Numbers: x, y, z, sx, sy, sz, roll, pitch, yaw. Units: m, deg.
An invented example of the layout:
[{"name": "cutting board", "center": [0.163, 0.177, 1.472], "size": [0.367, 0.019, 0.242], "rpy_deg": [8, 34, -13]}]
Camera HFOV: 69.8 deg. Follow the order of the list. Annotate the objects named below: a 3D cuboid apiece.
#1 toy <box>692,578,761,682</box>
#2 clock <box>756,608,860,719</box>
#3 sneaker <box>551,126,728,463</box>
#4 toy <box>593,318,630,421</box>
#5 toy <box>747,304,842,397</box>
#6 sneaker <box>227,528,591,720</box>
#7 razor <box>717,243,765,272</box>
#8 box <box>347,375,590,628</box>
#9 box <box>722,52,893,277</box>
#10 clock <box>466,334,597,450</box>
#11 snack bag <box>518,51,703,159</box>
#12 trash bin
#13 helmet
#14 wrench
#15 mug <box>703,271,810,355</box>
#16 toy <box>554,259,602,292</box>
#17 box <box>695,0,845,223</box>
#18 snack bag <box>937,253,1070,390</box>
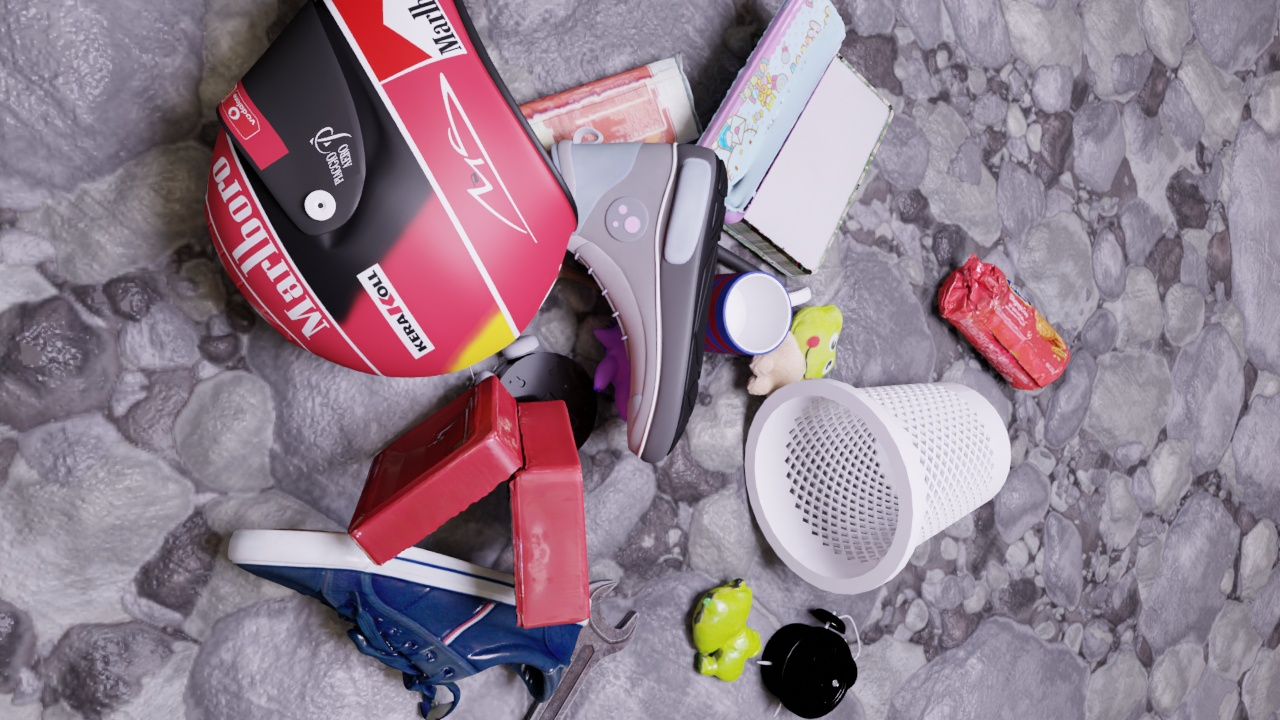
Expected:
[{"name": "toy", "center": [0.082, 0.260, 0.883], "size": [0.094, 0.036, 0.093], "rpy_deg": [-50, 118, -10]}, {"name": "clock", "center": [0.176, 0.305, 0.929], "size": [0.120, 0.043, 0.091], "rpy_deg": [-24, 103, -25]}, {"name": "sneaker", "center": [-0.023, -0.052, 0.743], "size": [0.160, 0.093, 0.257], "rpy_deg": [11, 99, 10]}, {"name": "toy", "center": [-0.005, 0.005, 0.813], "size": [0.105, 0.056, 0.088], "rpy_deg": [-16, 97, -38]}, {"name": "toy", "center": [0.148, -0.004, 0.885], "size": [0.117, 0.043, 0.092], "rpy_deg": [-24, 134, -33]}, {"name": "sneaker", "center": [-0.179, 0.208, 0.705], "size": [0.294, 0.121, 0.127], "rpy_deg": [26, 68, -29]}, {"name": "razor", "center": [0.067, -0.104, 0.859], "size": [0.144, 0.022, 0.042], "rpy_deg": [21, 62, -30]}, {"name": "box", "center": [-0.096, 0.108, 0.682], "size": [0.152, 0.157, 0.165], "rpy_deg": [-39, 107, 5]}, {"name": "box", "center": [0.161, -0.192, 0.894], "size": [0.117, 0.050, 0.205], "rpy_deg": [32, 78, -28]}, {"name": "clock", "center": [-0.094, 0.032, 0.778], "size": [0.122, 0.035, 0.094], "rpy_deg": [48, 72, -21]}, {"name": "snack bag", "center": [-0.052, -0.195, 0.787], "size": [0.224, 0.041, 0.077], "rpy_deg": [-26, 105, -26]}, {"name": "trash bin", "center": [0.241, 0.100, 0.884], "size": [0.199, 0.196, 0.195], "rpy_deg": [-10, 97, -37]}, {"name": "helmet", "center": [-0.179, -0.116, 0.630], "size": [0.224, 0.198, 0.271], "rpy_deg": [-31, 98, -5]}, {"name": "wrench", "center": [-0.086, 0.318, 0.803], "size": [0.070, 0.010, 0.272], "rpy_deg": [39, 73, -21]}, {"name": "mug", "center": [0.103, -0.049, 0.853], "size": [0.111, 0.076, 0.075], "rpy_deg": [-20, 101, -26]}, {"name": "toy", "center": [-0.026, -0.075, 0.800], "size": [0.101, 0.055, 0.041], "rpy_deg": [23, 44, -32]}, {"name": "box", "center": [0.096, -0.234, 0.816], "size": [0.093, 0.089, 0.214], "rpy_deg": [42, 74, -48]}, {"name": "snack bag", "center": [0.400, -0.035, 1.011], "size": [0.176, 0.082, 0.082], "rpy_deg": [39, 75, -23]}]
